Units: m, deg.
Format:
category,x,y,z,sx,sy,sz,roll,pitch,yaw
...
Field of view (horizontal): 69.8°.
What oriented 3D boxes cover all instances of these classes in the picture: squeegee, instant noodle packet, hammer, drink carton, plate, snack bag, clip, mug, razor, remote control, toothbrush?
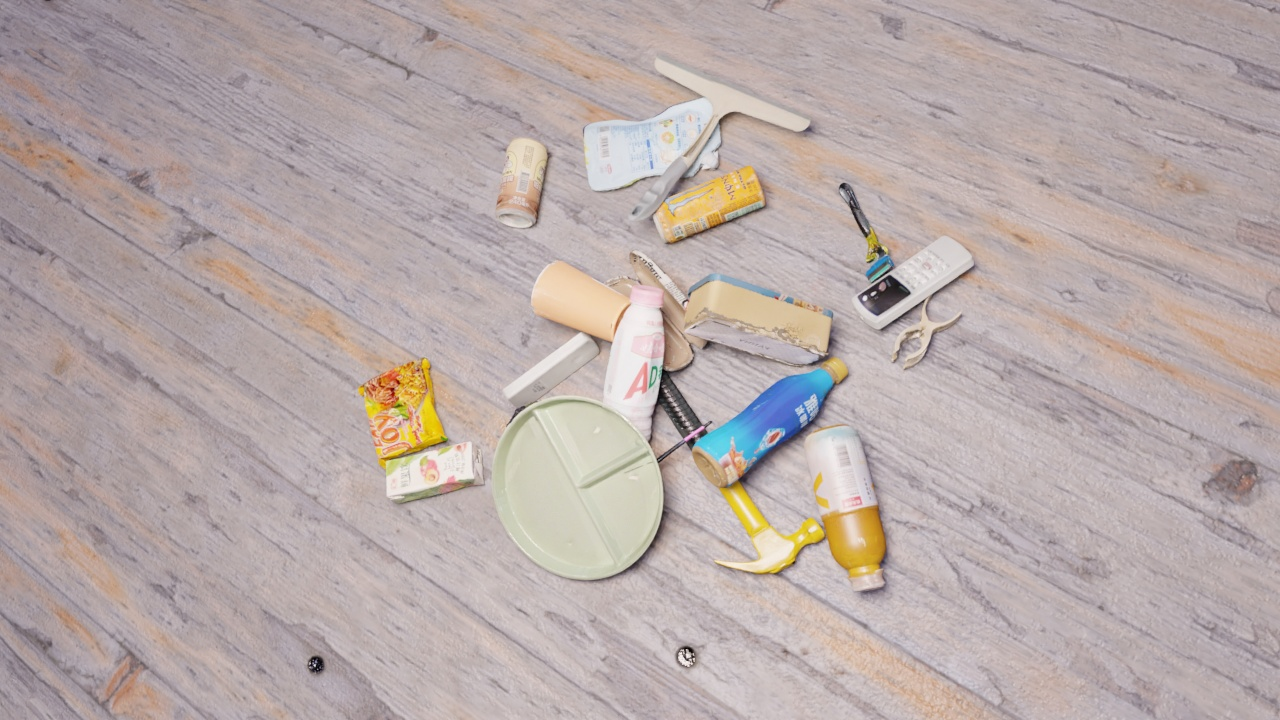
category,x,y,z,sx,sy,sz,roll,pitch,yaw
squeegee,0.059,-0.269,1.219,0.246,0.039,0.246,29,74,21
instant noodle packet,-0.324,0.072,1.244,0.111,0.044,0.128,-22,70,11
hammer,0.091,0.129,1.133,0.129,0.033,0.300,-34,69,1
drink carton,-0.270,0.148,1.206,0.122,0.045,0.053,-14,66,8
plate,-0.077,0.155,1.128,0.230,0.027,0.230,2,97,21
snack bag,0.017,-0.299,1.275,0.191,0.039,0.110,-8,70,8
clip,0.346,-0.033,1.121,0.072,0.035,0.100,36,76,21
mug,-0.068,-0.071,1.170,0.123,0.078,0.078,25,81,24
razor,0.288,-0.170,1.180,0.043,0.022,0.142,-44,56,46
remote control,-0.116,0.013,1.204,0.135,0.056,0.019,-37,66,2
toothbrush,0.016,0.130,1.136,0.189,0.014,0.018,-37,80,18
remote control,0.335,-0.098,1.136,0.150,0.021,0.058,-35,44,1

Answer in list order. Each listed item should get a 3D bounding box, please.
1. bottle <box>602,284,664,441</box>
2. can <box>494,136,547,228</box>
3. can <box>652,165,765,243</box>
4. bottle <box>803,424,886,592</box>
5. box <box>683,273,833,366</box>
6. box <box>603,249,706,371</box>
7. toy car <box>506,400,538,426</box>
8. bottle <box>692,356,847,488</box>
category,x,y,z,sx,sy,sz,roll,pitch,yaw
bottle,-0.007,0.007,1.130,0.068,0.068,0.197,14,105,17
can,-0.167,-0.250,1.292,0.058,0.058,0.116,4,75,15
can,0.089,-0.206,1.218,0.146,0.058,0.058,-21,70,7
bottle,0.241,0.171,1.064,0.068,0.068,0.189,-14,71,9
box,0.136,-0.048,1.107,0.184,0.090,0.062,19,74,-18
box,0.019,-0.069,1.180,0.075,0.087,0.162,-20,59,-34
toy car,-0.103,0.110,1.179,0.158,0.042,0.070,28,83,18
bottle,0.162,0.066,1.100,0.218,0.065,0.065,-36,68,-17
